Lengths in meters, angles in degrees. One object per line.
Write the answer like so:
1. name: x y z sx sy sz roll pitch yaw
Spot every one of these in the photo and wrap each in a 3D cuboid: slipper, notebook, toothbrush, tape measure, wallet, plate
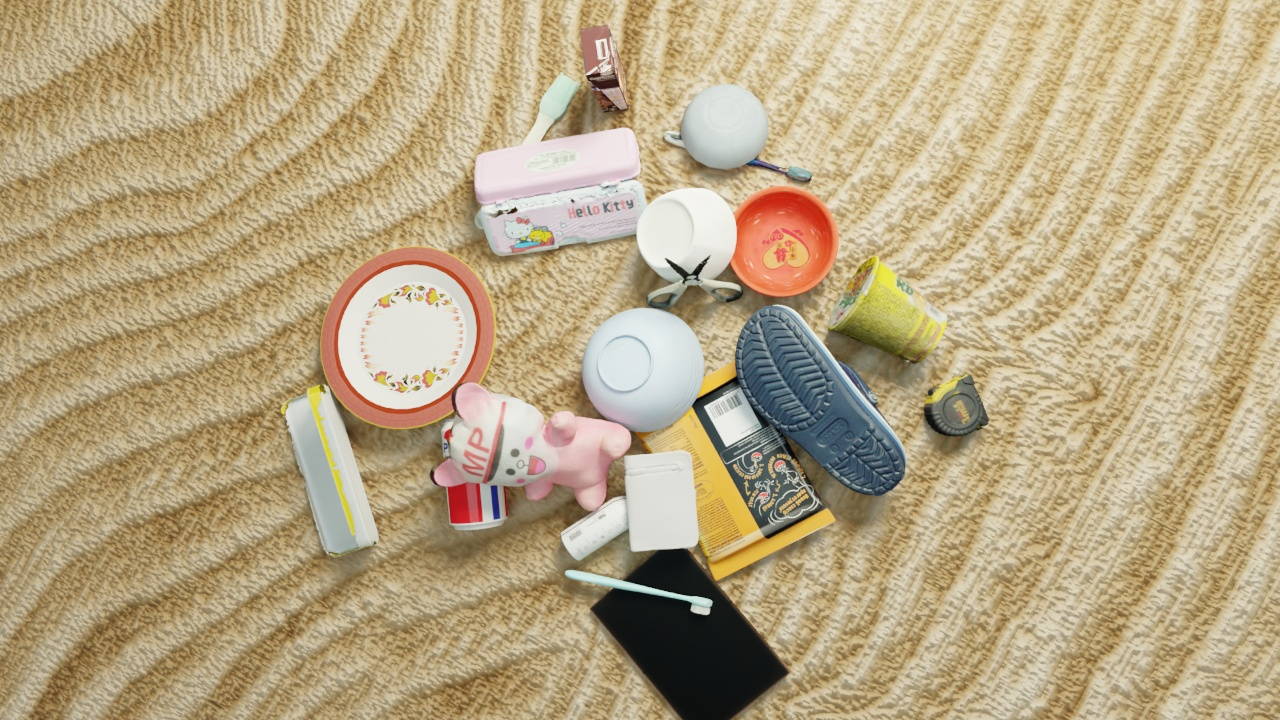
1. slipper: 0.207 0.046 1.059 0.105 0.095 0.253 -40 89 29
2. notebook: 0.058 0.335 1.104 0.141 0.008 0.209 -41 85 8
3. toothbrush: 0.117 -0.248 1.107 0.189 0.017 0.016 18 87 6
4. tape measure: 0.364 0.058 1.066 0.062 0.038 0.067 -24 89 -3
5. toothbrush: -0.004 0.275 1.099 0.181 0.016 0.016 12 102 8
6. wallet: 0.024 0.164 1.077 0.086 0.032 0.116 -1 88 2
7. plate: -0.285 -0.028 1.133 0.230 0.021 0.229 -2 79 11

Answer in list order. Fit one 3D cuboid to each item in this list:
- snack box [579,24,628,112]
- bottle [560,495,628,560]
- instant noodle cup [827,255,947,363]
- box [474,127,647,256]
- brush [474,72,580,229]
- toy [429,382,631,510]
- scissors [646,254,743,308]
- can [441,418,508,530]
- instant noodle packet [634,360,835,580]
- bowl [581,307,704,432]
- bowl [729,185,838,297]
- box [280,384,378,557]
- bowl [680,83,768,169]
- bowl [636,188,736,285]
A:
1. snack box: -0.040 -0.335 1.064 0.032 0.141 0.051 -7 88 6
2. bottle: -0.039 0.194 1.105 0.116 0.041 0.041 -34 86 5
3. instant noodle cup: 0.286 -0.052 1.051 0.108 0.102 0.102 30 92 -3
4. box: -0.094 -0.202 1.118 0.201 0.103 0.100 -9 51 5
5. brush: -0.144 -0.257 1.141 0.033 0.012 0.218 33 94 5
6. toy: -0.125 0.100 1.051 0.213 0.084 0.142 10 126 -21
7. scissors: 0.059 -0.087 1.056 0.170 0.157 0.012 -21 68 48
8. can: -0.201 0.134 1.109 0.070 0.070 0.132 -6 88 6
9. instant noodle packet: 0.105 0.130 1.092 0.160 0.032 0.220 -30 86 12
10. bowl: -0.006 0.006 1.072 0.151 0.074 0.150 -3 81 17
11. bowl: 0.166 -0.138 1.086 0.130 0.045 0.130 0 89 6
12. box: -0.390 0.139 1.130 0.080 0.084 0.210 -19 87 -2
13. bowl: 0.100 -0.284 1.088 0.106 0.039 0.106 -1 76 4
14. bowl: 0.047 -0.146 1.066 0.116 0.065 0.116 1 92 35
